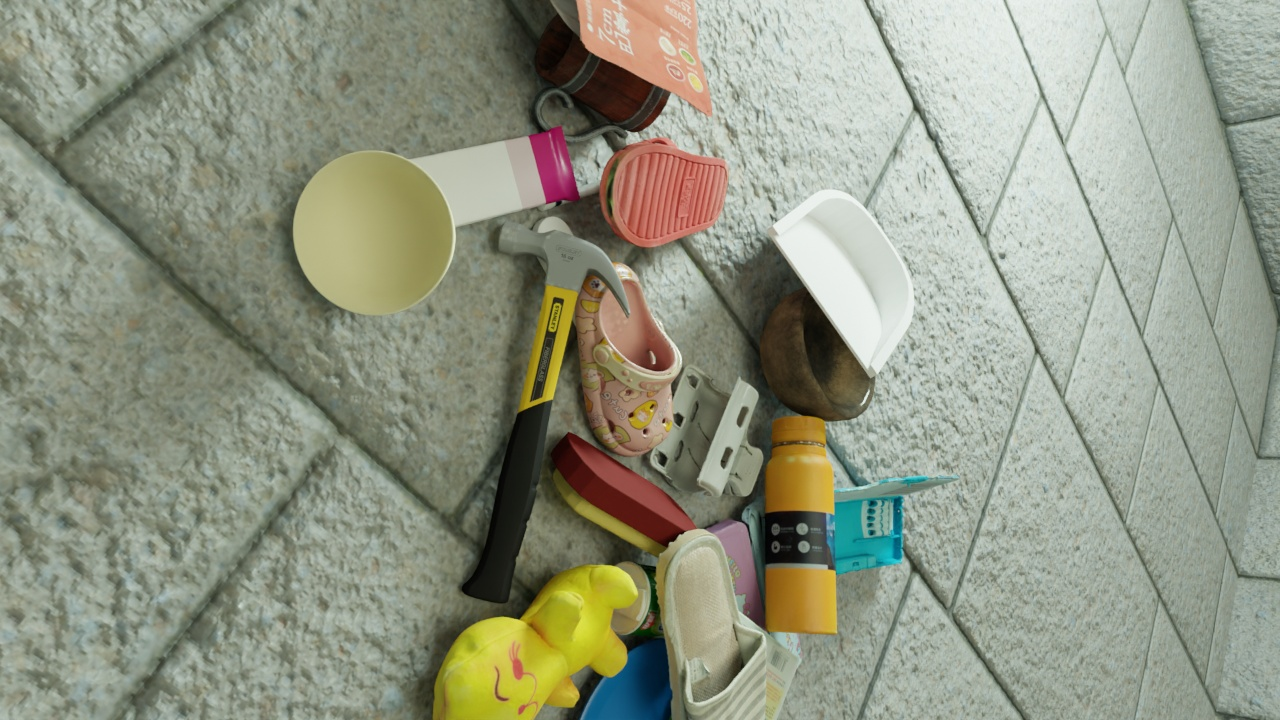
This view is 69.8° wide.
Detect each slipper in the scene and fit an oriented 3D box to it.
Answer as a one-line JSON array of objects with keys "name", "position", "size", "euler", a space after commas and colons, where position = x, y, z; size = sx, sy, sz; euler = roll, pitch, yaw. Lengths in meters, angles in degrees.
[{"name": "slipper", "position": [-0.005, 0.005, 0.862], "size": [0.093, 0.082, 0.197], "euler": [-31, 118, -37]}, {"name": "slipper", "position": [0.071, 0.290, 0.868], "size": [0.114, 0.054, 0.273], "euler": [-23, 109, -43]}, {"name": "slipper", "position": [0.016, -0.169, 0.911], "size": [0.248, 0.059, 0.103], "euler": [-16, 121, -61]}]

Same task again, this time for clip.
[{"name": "clip", "position": [0.090, 0.090, 0.965], "size": [0.151, 0.105, 0.126], "euler": [36, 65, -25]}]

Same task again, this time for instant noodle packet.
[{"name": "instant noodle packet", "position": [-0.010, -0.330, 0.826], "size": [0.164, 0.084, 0.220], "euler": [13, 51, -44]}]

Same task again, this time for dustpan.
[{"name": "dustpan", "position": [0.250, -0.110, 1.068], "size": [0.191, 0.053, 0.257], "euler": [54, 26, -3]}]

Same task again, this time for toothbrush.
[{"name": "toothbrush", "position": [-0.033, -0.178, 0.907], "size": [0.186, 0.012, 0.017], "euler": [-29, 94, -42]}]

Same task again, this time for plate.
[{"name": "plate", "position": [0.007, 0.387, 0.901], "size": [0.224, 0.024, 0.224], "euler": [4, 85, -44]}]

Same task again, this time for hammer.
[{"name": "hammer", "position": [-0.093, 0.046, 0.792], "size": [0.127, 0.029, 0.323], "euler": [12, 83, -2]}]

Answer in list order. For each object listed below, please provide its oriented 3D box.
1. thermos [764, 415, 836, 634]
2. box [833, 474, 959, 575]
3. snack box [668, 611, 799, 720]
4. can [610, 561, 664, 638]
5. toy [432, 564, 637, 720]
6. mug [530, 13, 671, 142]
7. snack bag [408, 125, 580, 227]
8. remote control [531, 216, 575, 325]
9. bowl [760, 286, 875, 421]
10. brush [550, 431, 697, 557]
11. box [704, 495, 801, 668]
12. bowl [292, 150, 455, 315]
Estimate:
[{"name": "thermos", "position": [0.171, 0.181, 1.014], "size": [0.076, 0.092, 0.232], "euler": [11, 71, -29]}, {"name": "box", "position": [0.275, 0.188, 1.138], "size": [0.226, 0.086, 0.169], "euler": [5, 120, -44]}, {"name": "snack box", "position": [0.092, 0.356, 0.944], "size": [0.132, 0.027, 0.167], "euler": [44, 63, -33]}, {"name": "can", "position": [0.023, 0.237, 0.897], "size": [0.120, 0.067, 0.067], "euler": [21, 73, -42]}, {"name": "toy", "position": [-0.094, 0.242, 0.767], "size": [0.193, 0.087, 0.135], "euler": [-28, 136, -40]}, {"name": "mug", "position": [-0.043, -0.258, 0.866], "size": [0.111, 0.081, 0.117], "euler": [18, 99, -38]}, {"name": "snack bag", "position": [-0.137, -0.153, 0.794], "size": [0.196, 0.016, 0.070], "euler": [-23, 103, -37]}, {"name": "remote control", "position": [-0.062, -0.074, 0.871], "size": [0.043, 0.013, 0.136], "euler": [-45, 118, -36]}, {"name": "bowl", "position": [0.202, -0.005, 1.070], "size": [0.162, 0.070, 0.162], "euler": [18, 64, -43]}, {"name": "brush", "position": [-0.018, 0.132, 0.859], "size": [0.042, 0.082, 0.173], "euler": [-49, 127, 6]}, {"name": "box", "position": [0.124, 0.270, 1.019], "size": [0.151, 0.041, 0.214], "euler": [-21, 102, -47]}, {"name": "bowl", "position": [-0.191, -0.095, 0.697], "size": [0.074, 0.118, 0.118], "euler": [-63, 144, -83]}]
